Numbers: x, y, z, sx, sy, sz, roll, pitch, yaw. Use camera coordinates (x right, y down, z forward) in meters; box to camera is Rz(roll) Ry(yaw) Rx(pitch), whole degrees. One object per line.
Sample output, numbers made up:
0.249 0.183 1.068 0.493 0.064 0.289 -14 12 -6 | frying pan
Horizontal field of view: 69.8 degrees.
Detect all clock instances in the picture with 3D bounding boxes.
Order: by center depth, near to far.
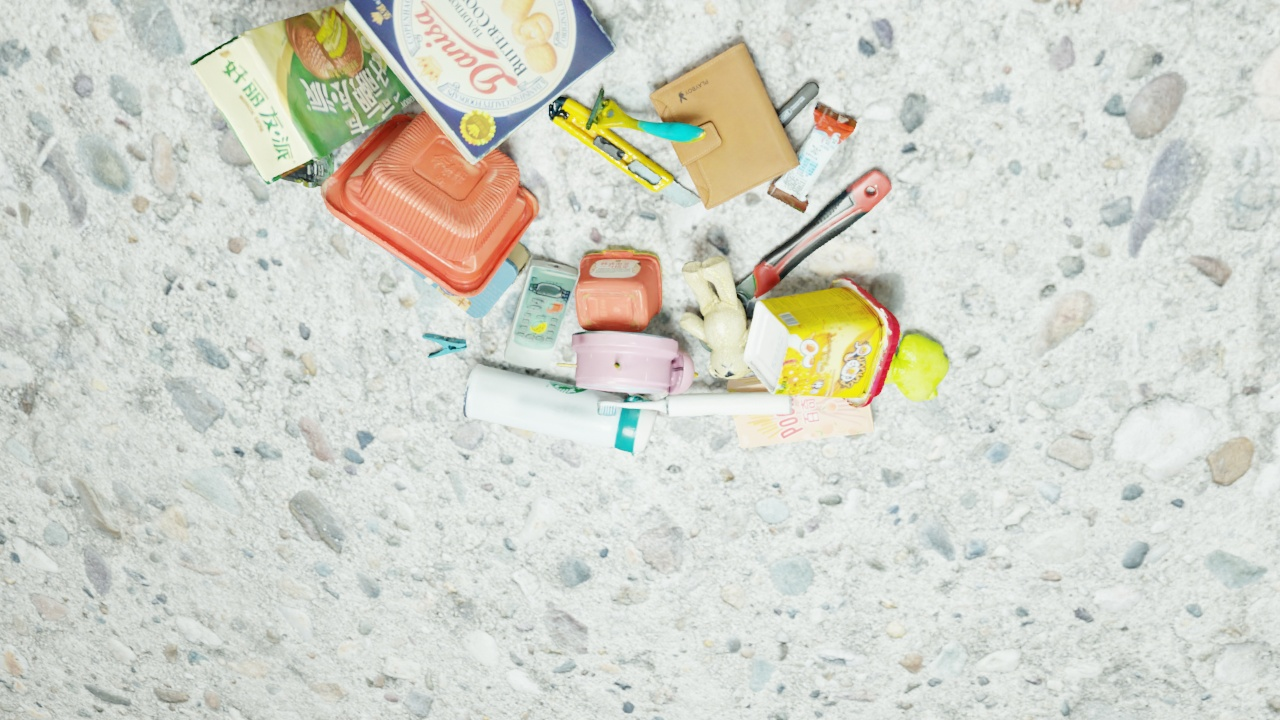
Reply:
-0.006 0.006 1.015 0.117 0.158 0.059 -2 83 41 | clock

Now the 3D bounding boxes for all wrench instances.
0.156 -0.103 0.983 0.056 0.016 0.274 37 119 -15 | wrench

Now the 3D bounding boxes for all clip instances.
-0.235 -0.017 1.107 0.055 0.013 0.034 -4 119 12 | clip

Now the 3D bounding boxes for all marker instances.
0.131 -0.230 0.917 0.018 0.015 0.124 40 119 -13 | marker

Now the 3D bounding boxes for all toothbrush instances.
0.060 0.050 1.041 0.221 0.027 0.026 -2 78 7 | toothbrush

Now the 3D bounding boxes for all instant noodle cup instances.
-0.202 -0.173 0.924 0.189 0.164 0.079 32 144 -8 | instant noodle cup
0.183 -0.017 0.951 0.123 0.116 0.116 -4 123 -22 | instant noodle cup

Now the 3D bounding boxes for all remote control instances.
-0.116 -0.051 1.054 0.056 0.019 0.135 11 122 -17 | remote control

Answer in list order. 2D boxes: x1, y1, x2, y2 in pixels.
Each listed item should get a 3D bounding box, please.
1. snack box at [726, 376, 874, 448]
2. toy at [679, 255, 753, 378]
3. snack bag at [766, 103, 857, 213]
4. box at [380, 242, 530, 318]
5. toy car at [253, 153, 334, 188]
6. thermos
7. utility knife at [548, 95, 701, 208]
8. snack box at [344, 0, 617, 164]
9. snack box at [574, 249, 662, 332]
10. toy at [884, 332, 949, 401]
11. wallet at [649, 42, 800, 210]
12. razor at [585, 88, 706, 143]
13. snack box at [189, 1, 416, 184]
0.184 0.052 1.058 0.157 0.026 0.084 -9 116 15 | snack box
0.087 -0.044 0.981 0.105 0.066 0.157 -8 127 20 | toy
0.170 -0.202 0.919 0.048 0.026 0.104 28 121 2 | snack bag
-0.217 -0.135 1.011 0.184 0.063 0.090 36 118 -12 | box
-0.382 -0.219 1.009 0.091 0.036 0.043 13 121 2 | toy car
-0.093 0.057 1.093 0.224 0.073 0.073 12 120 3 | thermos
-0.017 -0.214 0.954 0.190 0.015 0.033 33 120 -9 | utility knife
-0.146 -0.311 0.863 0.182 0.046 0.178 -41 108 -4 | snack box
-0.026 -0.073 0.998 0.091 0.080 0.082 1 118 11 | snack box
0.290 0.003 1.000 0.100 0.031 0.097 -10 110 -1 | toy
0.083 -0.229 0.908 0.108 0.031 0.132 -23 101 23 | wallet
0.008 -0.233 0.904 0.133 0.028 0.043 19 82 26 | razor
-0.301 -0.258 0.855 0.063 0.239 0.114 -19 113 18 | snack box
